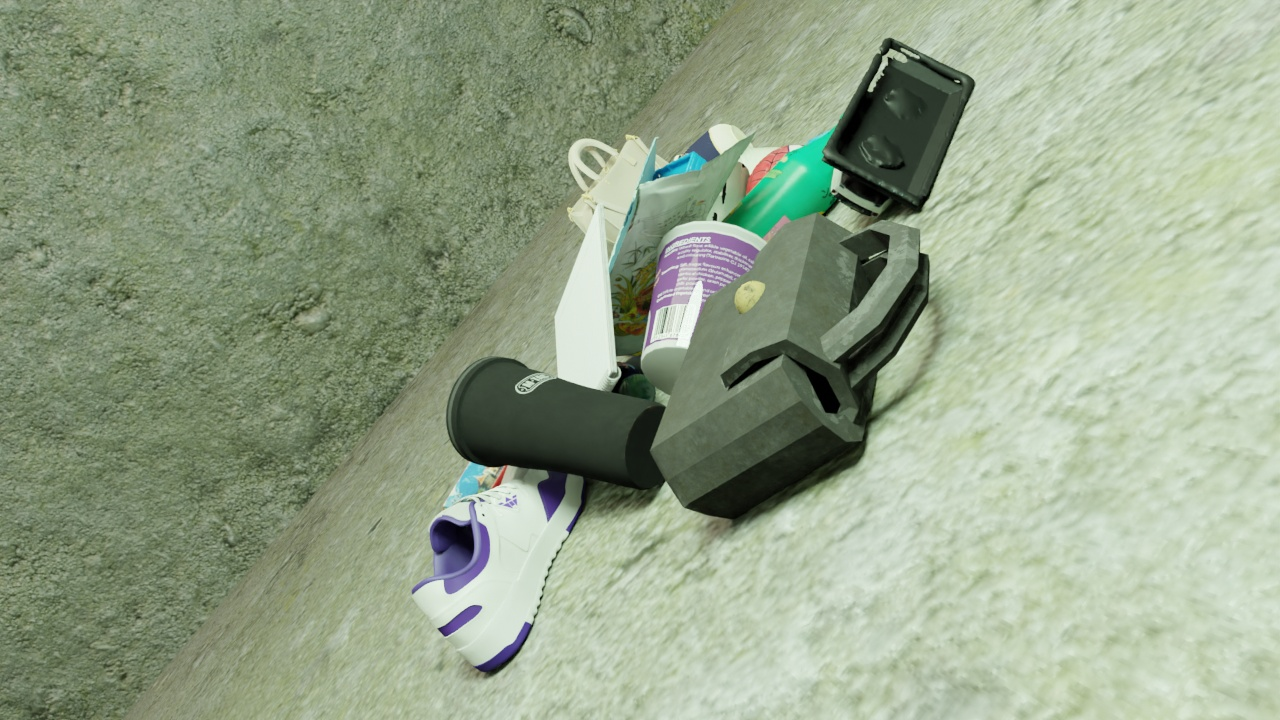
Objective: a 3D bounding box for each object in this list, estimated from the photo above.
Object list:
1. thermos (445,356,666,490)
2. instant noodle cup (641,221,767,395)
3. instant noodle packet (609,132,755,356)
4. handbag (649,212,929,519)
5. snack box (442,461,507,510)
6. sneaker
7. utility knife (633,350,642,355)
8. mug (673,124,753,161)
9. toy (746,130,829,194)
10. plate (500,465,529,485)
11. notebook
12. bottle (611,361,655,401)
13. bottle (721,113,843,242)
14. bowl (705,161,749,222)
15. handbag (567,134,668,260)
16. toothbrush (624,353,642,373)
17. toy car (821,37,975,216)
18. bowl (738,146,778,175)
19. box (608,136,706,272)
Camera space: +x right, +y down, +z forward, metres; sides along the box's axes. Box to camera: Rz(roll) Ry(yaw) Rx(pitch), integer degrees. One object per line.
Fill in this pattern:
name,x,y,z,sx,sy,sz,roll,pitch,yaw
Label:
thermos,-0.072,0.059,0.818,0.219,0.106,0.105,8,54,41
instant noodle cup,0.051,-0.033,0.808,0.137,0.122,0.121,-19,42,45
instant noodle packet,0.021,-0.101,0.902,0.146,0.057,0.270,-35,-16,-32
handbag,0.107,-0.018,0.616,0.200,0.102,0.196,-37,19,37
snack box,-0.174,0.130,1.052,0.144,0.040,0.143,-61,1,-24
sneaker,-0.134,0.156,0.842,0.092,0.111,0.243,-38,19,34
utility knife,-0.013,-0.022,1.116,0.028,0.020,0.188,-49,14,-9
mug,0.115,-0.278,1.283,0.089,0.085,0.111,-37,-16,28
toy,0.172,-0.208,0.981,0.133,0.062,0.092,-36,20,5
plate,-0.125,0.108,0.991,0.157,0.014,0.157,27,-96,-88
notebook,-0.060,-0.018,0.939,0.246,0.013,0.177,122,146,-62
bottle,-0.027,0.029,0.959,0.056,0.056,0.161,-51,16,-9
bottle,0.161,-0.174,0.906,0.210,0.068,0.068,-46,16,11
bowl,0.078,-0.132,1.018,0.174,0.068,0.174,-37,-23,-19
handbag,-0.028,-0.242,1.342,0.102,0.198,0.194,-31,23,48
toothbrush,-0.006,0.006,1.023,0.018,0.019,0.188,-6,-12,-34
toy car,0.216,-0.194,0.807,0.191,0.094,0.071,-60,-2,-33
bowl,0.118,-0.220,1.154,0.177,0.058,0.176,-44,16,16
box,0.000,-0.166,1.181,0.092,0.085,0.243,-12,53,53
